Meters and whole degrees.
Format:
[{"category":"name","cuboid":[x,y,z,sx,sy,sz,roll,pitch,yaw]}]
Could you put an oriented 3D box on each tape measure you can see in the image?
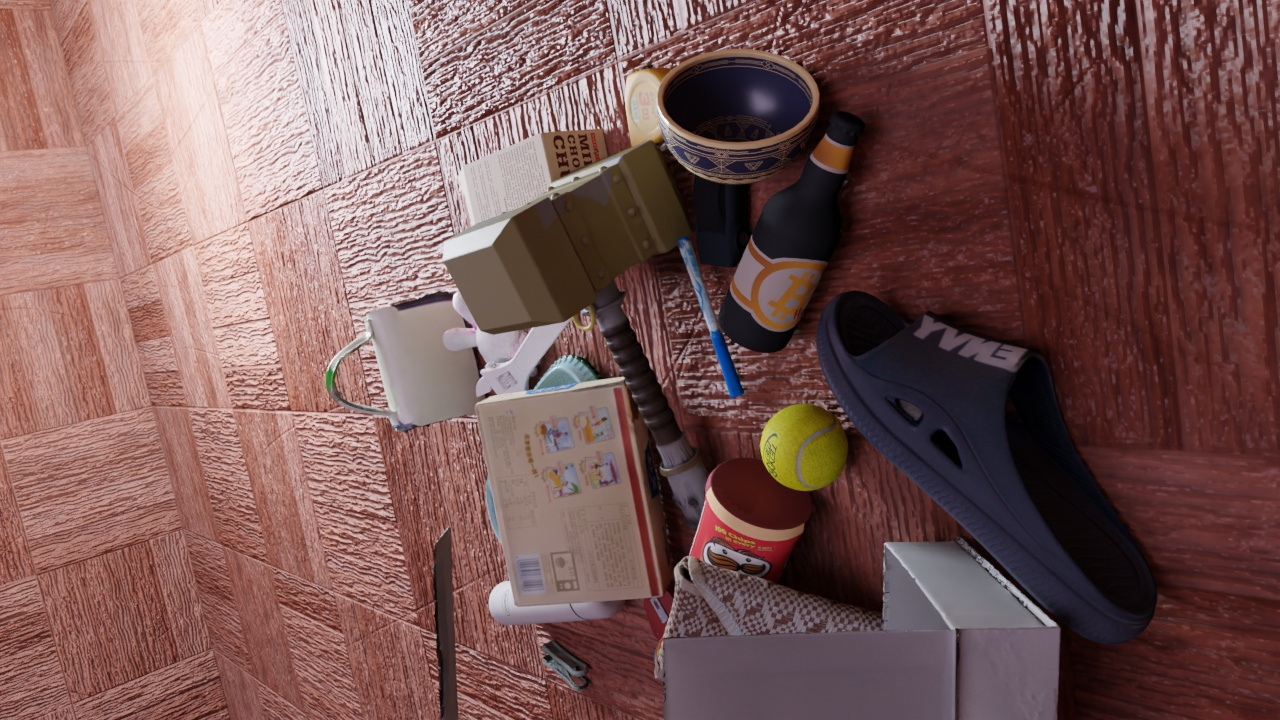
[{"category":"tape measure","cuboid":[0.023,0.247,0.909,0.051,0.019,0.059,59,138,17]},{"category":"tape measure","cuboid":[0.015,-0.211,0.755,0.059,0.030,0.068,3,107,49]}]

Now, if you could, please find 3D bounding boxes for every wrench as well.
[{"category":"wrench","cuboid":[-0.100,-0.026,0.941,0.066,0.018,0.274,38,130,-1]}]

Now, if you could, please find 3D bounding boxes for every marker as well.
[{"category":"marker","cuboid":[0.057,-0.035,0.757,0.013,0.013,0.142,-4,112,50]}]

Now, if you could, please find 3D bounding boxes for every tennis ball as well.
[{"category":"tennis ball","cuboid":[0.124,0.066,0.695,0.065,0.065,0.065,19,117,44]}]

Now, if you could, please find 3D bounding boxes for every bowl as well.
[{"category":"bowl","cuboid":[0.069,-0.165,0.658,0.112,0.112,0.061,44,155,31]}]

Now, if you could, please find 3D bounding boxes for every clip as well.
[{"category":"clip","cuboid":[-0.087,0.357,1.073,0.076,0.023,0.043,21,119,46]}]

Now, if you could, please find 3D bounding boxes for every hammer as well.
[{"category":"hammer","cuboid":[-0.005,0.005,0.775,0.101,0.189,0.325,-6,115,50]}]

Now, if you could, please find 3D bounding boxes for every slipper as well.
[{"category":"slipper","cuboid":[-0.116,0.108,0.970,0.116,0.069,0.277,50,129,27]},{"category":"slipper","cuboid":[0.214,0.043,0.553,0.268,0.110,0.084,50,132,21]}]

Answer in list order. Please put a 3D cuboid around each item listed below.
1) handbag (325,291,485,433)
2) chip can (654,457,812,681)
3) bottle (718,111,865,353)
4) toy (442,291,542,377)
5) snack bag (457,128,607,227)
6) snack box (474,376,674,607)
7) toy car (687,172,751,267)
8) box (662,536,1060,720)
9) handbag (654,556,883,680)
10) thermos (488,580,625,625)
[{"category":"handbag","cuboid":[-0.282,0.010,1.060,0.074,0.175,0.151,-13,93,52]},{"category":"chip can","cuboid":[0.074,0.191,0.781,0.087,0.086,0.214,40,131,34]},{"category":"bottle","cuboid":[0.113,-0.092,0.660,0.059,0.059,0.182,45,133,30]},{"category":"toy","cuboid":[-0.159,-0.024,1.010,0.125,0.037,0.076,25,120,17]},{"category":"snack bag","cuboid":[-0.118,-0.153,0.898,0.207,0.069,0.094,-5,99,50]},{"category":"snack box","cuboid":[-0.062,0.126,0.883,0.153,0.055,0.207,-8,97,16]},{"category":"toy car","cuboid":[0.062,-0.129,0.726,0.046,0.034,0.112,14,113,46]},{"category":"box","cuboid":[0.094,0.234,0.423,0.234,0.526,0.167,5,99,45]},{"category":"handbag","cuboid":[0.107,0.227,0.715,0.186,0.046,0.124,15,123,7]},{"category":"thermos","cuboid":[-0.095,0.266,1.027,0.225,0.052,0.052,-23,85,50]}]
